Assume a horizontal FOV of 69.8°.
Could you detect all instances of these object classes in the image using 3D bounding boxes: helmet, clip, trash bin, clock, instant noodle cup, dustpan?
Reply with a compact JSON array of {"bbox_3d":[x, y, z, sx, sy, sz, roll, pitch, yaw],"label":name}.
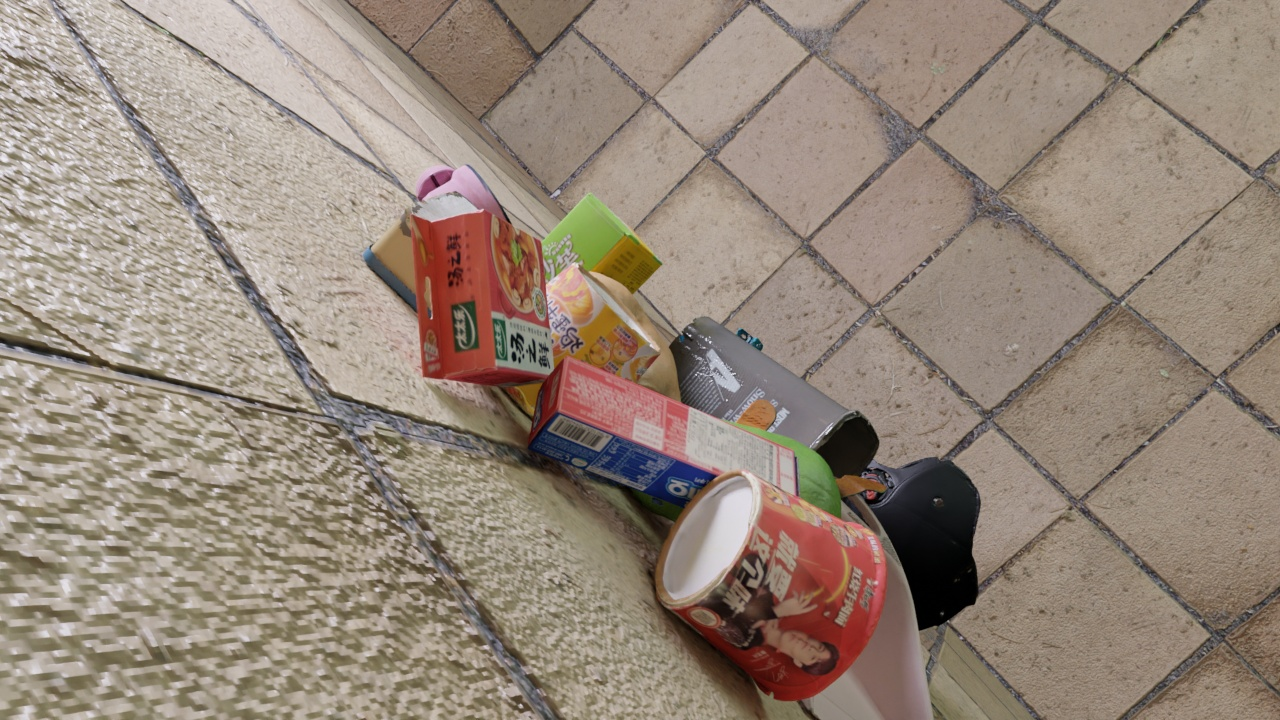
[{"bbox_3d":[0.326,0.234,1.230,0.274,0.230,0.233,50,-7,27],"label":"helmet"},{"bbox_3d":[0.133,-0.021,1.088,0.038,0.013,0.055,35,1,27],"label":"clip"},{"bbox_3d":[0.117,0.083,1.039,0.220,0.199,0.198,42,2,28],"label":"trash bin"},{"bbox_3d":[-0.179,-0.141,0.942,0.158,0.059,0.117,44,-17,51],"label":"clock"},{"bbox_3d":[-0.056,-0.009,0.791,0.138,0.110,0.138,46,7,-8],"label":"instant noodle cup"},{"bbox_3d":[0.210,0.235,0.853,0.222,0.139,0.273,43,6,-31],"label":"dustpan"},{"bbox_3d":[0.084,0.149,0.638,0.108,0.138,0.138,35,9,-18],"label":"instant noodle cup"}]

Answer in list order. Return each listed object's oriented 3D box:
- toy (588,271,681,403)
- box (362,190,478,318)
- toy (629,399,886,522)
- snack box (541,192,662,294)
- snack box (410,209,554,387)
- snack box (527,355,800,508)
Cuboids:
[{"bbox_3d":[-0.006,0.005,0.942,0.226,0.083,0.143,53,18,-3],"label":"toy"},{"bbox_3d":[-0.163,-0.089,0.772,0.090,0.059,0.184,45,15,-6],"label":"box"},{"bbox_3d":[0.095,0.114,0.804,0.247,0.090,0.226,19,42,6],"label":"toy"},{"bbox_3d":[-0.066,-0.099,1.084,0.070,0.158,0.210,47,6,11],"label":"snack box"},{"bbox_3d":[-0.109,-0.042,0.656,0.127,0.044,0.113,14,69,-72],"label":"snack box"},{"bbox_3d":[0.021,0.068,0.690,0.207,0.057,0.058,23,45,-18],"label":"snack box"}]
